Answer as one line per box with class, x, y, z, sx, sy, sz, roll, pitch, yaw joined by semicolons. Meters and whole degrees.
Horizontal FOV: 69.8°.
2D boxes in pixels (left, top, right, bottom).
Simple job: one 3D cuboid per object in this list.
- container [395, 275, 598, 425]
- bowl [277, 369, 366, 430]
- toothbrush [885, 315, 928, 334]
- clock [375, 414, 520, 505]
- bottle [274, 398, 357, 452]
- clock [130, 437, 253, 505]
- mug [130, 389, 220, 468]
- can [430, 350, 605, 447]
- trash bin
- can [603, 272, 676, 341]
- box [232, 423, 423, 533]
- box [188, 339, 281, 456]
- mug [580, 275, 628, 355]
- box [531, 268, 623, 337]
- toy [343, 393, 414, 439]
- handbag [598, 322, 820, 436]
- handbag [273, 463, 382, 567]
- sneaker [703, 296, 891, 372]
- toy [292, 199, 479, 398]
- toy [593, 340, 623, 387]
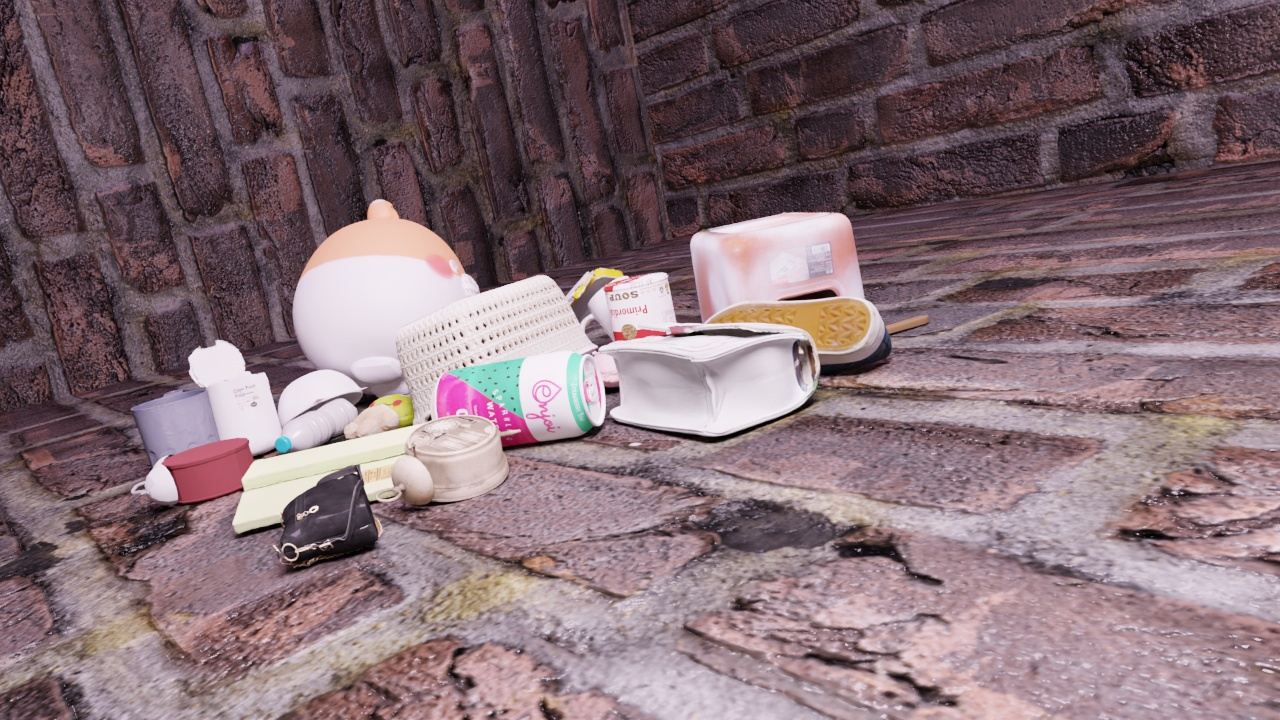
container;-0.179;-0.009;1.128;0.185;0.143;0.250;-21;3;34
bowl;-0.443;0.049;1.249;0.114;0.050;0.115;-29;-8;-4
toothbrush;0.276;-0.032;1.094;0.166;0.016;0.016;-15;12;-21
clock;-0.179;0.089;0.817;0.093;0.055;0.140;11;26;33
bottle;-0.410;0.086;1.156;0.044;0.044;0.136;-8;11;18
clock;-0.491;0.125;1.023;0.137;0.048;0.096;-15;11;-18
mug;-0.555;0.093;1.113;0.083;0.104;0.124;-17;11;-23
can;-0.126;0.042;0.945;0.166;0.088;0.088;-9;11;14
trash bin;0.178;-0.113;1.246;0.181;0.157;0.259;-13;10;-6
can;0.004;-0.050;1.211;0.086;0.116;0.086;-11;11;2
box;-0.293;0.110;0.896;0.187;0.030;0.138;-12;18;-8
box;-0.523;0.045;1.183;0.084;0.165;0.095;-14;-2;-38
mug;-0.034;-0.052;1.311;0.110;0.090;0.074;-37;-11;3
box;-0.116;-0.059;1.362;0.210;0.045;0.127;-44;-10;36
toy;-0.316;0.071;1.134;0.092;0.043;0.117;-4;15;31
handbag;0.063;0.007;0.908;0.141;0.096;0.199;-18;11;-30
handbag;-0.258;0.127;0.749;0.079;0.054;0.128;-19;15;-17
sneaker;0.163;-0.019;1.004;0.236;0.087;0.079;-9;-22;39
toy;-0.369;-0.085;1.361;0.266;0.280;0.263;-6;-25;7
toy;-0.007;0.007;1.123;0.105;0.053;0.108;6;13;12
